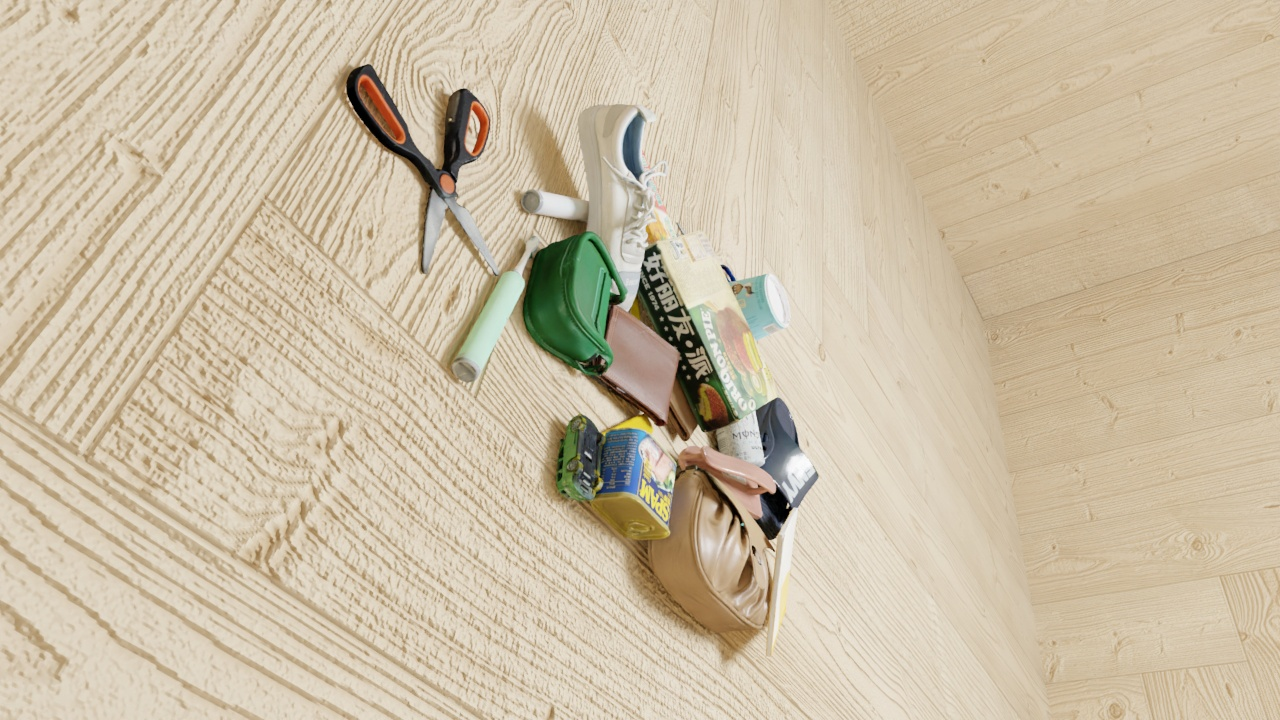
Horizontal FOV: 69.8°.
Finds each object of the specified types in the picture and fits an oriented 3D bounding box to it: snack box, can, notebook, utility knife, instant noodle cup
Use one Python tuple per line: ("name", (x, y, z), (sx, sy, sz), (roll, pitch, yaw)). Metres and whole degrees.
("snack box", (0.080, -0.039, 1.155), (0.114, 0.063, 0.240), (-25, 90, -52))
("can", (0.127, 0.075, 1.240), (0.058, 0.058, 0.146), (21, 56, -55))
("snack box", (0.000, -0.219, 1.227), (0.076, 0.027, 0.156), (-34, 104, -62))
("notebook", (0.179, 0.271, 1.156), (0.206, 0.010, 0.146), (3, 93, -76))
("utility knife", (-0.023, 0.088, 1.013), (0.153, 0.015, 0.033), (-20, 98, -63))
("instant noodle cup", (0.141, -0.069, 1.286), (0.111, 0.121, 0.111), (38, 42, -46))
("can", (-0.005, 0.128, 0.957), (0.102, 0.057, 0.083), (51, 39, -47))

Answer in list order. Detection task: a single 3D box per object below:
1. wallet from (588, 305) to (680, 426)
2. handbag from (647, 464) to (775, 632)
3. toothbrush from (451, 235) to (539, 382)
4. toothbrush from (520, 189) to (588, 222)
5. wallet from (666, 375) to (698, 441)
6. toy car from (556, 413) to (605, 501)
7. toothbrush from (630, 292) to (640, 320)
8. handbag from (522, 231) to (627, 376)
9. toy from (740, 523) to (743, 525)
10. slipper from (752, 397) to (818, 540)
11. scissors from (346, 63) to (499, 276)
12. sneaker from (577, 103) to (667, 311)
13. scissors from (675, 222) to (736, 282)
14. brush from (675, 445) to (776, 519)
("wallet", (-0.006, 0.006, 1.058), (0.124, 0.032, 0.101), (37, 47, -32))
("handbag", (0.091, 0.220, 1.044), (0.204, 0.100, 0.147), (50, 37, -44))
("toothbrush", (-0.134, -0.059, 0.894), (0.223, 0.026, 0.027), (-73, 175, -48))
("toothbrush", (-0.067, -0.177, 1.084), (0.220, 0.027, 0.026), (-5, 120, -62))
("wallet", (0.055, 0.039, 1.164), (0.090, 0.033, 0.115), (60, 31, -14))
("toy car", (-0.061, 0.097, 0.917), (0.043, 0.036, 0.091), (44, 39, -38))
("toothbrush", (-0.005, -0.085, 1.148), (0.015, 0.017, 0.189), (31, 48, -49))
("handbag", (-0.062, -0.063, 0.978), (0.120, 0.068, 0.131), (45, 38, -39))
("toy", (0.126, 0.214, 1.188), (0.096, 0.030, 0.091), (22, 49, -46))
("slipper", (0.205, 0.137, 1.319), (0.111, 0.083, 0.267), (56, 30, -23))
("scissors", (-0.194, -0.185, 0.873), (0.234, 0.022, 0.220), (52, 38, -31))
("sneaker", (-0.012, -0.174, 1.060), (0.089, 0.091, 0.242), (-20, 108, -59))
("scissors", (0.103, -0.148, 1.385), (0.171, 0.012, 0.140), (65, 30, -10))
("brush", (0.099, 0.143, 1.120), (0.145, 0.073, 0.063), (31, 41, -37))
